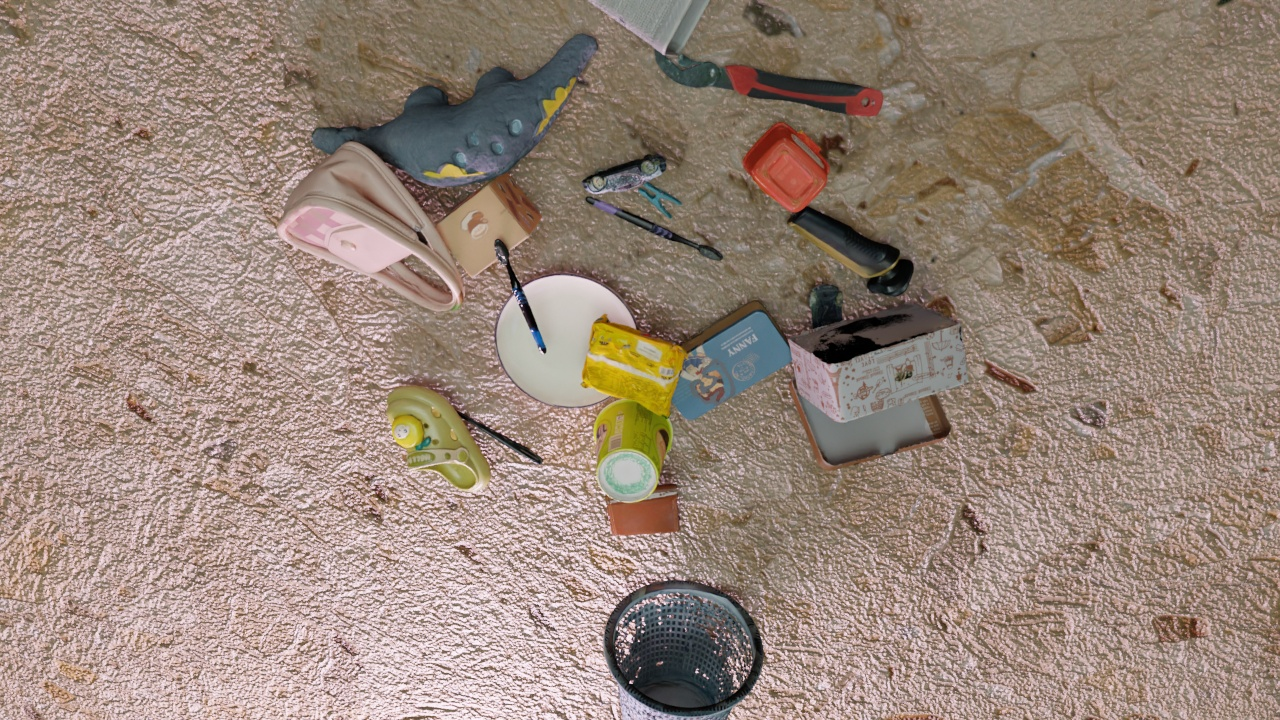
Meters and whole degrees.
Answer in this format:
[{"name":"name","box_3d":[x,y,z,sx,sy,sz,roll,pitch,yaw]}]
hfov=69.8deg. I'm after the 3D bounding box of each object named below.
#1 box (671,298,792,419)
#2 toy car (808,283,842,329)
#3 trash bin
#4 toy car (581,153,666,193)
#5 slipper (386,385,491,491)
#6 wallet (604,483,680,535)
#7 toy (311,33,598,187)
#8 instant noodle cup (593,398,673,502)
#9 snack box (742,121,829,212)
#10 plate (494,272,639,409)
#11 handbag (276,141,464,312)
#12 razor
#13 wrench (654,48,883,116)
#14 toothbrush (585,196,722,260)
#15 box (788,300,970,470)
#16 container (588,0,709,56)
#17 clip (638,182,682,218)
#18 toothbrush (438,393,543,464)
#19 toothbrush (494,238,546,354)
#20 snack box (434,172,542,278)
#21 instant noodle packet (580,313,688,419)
[{"name":"box","box_3d":[0.112,-0.004,1.192,0.185,0.061,0.090,-34,108,19]},{"name":"toy car","box_3d":[0.238,-0.055,1.174,0.043,0.034,0.091,-5,112,10]},{"name":"trash bin","box_3d":[0.053,0.471,1.344,0.226,0.226,0.195,7,127,1]},{"name":"toy car","box_3d":[-0.019,-0.223,1.110,0.106,0.048,0.031,-13,110,11]},{"name":"slipper","box_3d":[-0.281,0.120,1.260,0.092,0.081,0.190,-21,116,31]},{"name":"wallet","box_3d":[0.005,0.209,1.283,0.101,0.032,0.125,-3,147,2]},{"name":"toy","box_3d":[-0.208,-0.272,1.068,0.356,0.091,0.138,-15,82,5]},{"name":"instant noodle cup","box_3d":[-0.014,0.126,1.225,0.112,0.123,0.112,2,114,3]},{"name":"snack box","box_3d":[0.174,-0.225,1.077,0.091,0.080,0.082,39,110,-12]},{"name":"plate","box_3d":[-0.094,-0.029,1.208,0.192,0.039,0.193,2,114,4]},{"name":"handbag","box_3d":[-0.309,-0.140,1.110,0.234,0.093,0.194,40,154,-26]},{"name":"razor","box_3d":[0.257,-0.136,1.131,0.167,0.062,0.068,31,144,-4]},{"name":"wrench","box_3d":[0.148,-0.326,1.069,0.273,0.016,0.056,14,115,-1]},{"name":"toothbrush","box_3d":[0.017,-0.165,1.152,0.189,0.016,0.014,23,114,-4]},{"name":"box","box_3d":[0.288,0.042,1.127,0.182,0.153,0.178,-16,108,-8]},{"name":"container","box_3d":[0.009,-0.402,1.000,0.114,0.090,0.090,33,112,3]},{"name":"clip","box_3d":[0.023,-0.201,1.136,0.056,0.014,0.040,35,111,-13]},{"name":"toothbrush","box_3d":[-0.213,0.097,1.286,0.181,0.015,0.018,33,141,-11]},{"name":"toothbrush","box_3d":[-0.146,-0.073,1.127,0.014,0.016,0.190,-15,133,2]},{"name":"snack box","box_3d":[-0.186,-0.169,1.121,0.093,0.094,0.077,-33,108,17]},{"name":"instant noodle packet","box_3d":[-0.007,0.007,1.159,0.128,0.044,0.111,21,121,13]}]
